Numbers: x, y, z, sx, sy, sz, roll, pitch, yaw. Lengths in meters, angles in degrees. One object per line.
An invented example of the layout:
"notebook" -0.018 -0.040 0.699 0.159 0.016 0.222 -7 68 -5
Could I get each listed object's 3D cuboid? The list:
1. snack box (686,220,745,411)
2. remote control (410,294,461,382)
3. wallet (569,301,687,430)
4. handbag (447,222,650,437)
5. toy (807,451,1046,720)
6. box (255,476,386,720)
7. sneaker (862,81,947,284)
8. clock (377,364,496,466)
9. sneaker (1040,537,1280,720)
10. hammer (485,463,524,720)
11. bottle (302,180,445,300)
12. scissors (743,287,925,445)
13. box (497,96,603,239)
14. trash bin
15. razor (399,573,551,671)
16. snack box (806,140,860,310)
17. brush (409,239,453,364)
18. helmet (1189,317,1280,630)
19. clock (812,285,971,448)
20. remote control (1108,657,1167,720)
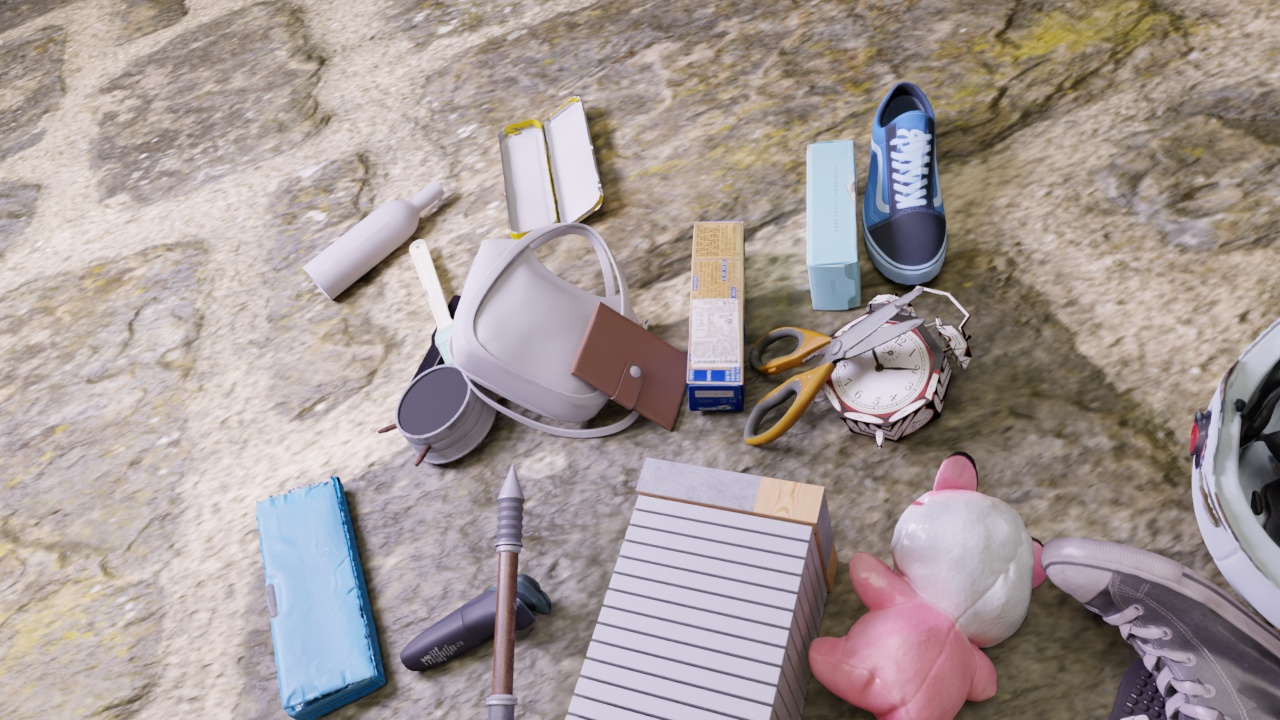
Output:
"snack box" 0.079 -0.047 0.935 0.056 0.057 0.206 1 58 6
"remote control" -0.226 -0.016 1.037 0.032 0.015 0.136 9 60 23
"wallet" -0.005 0.005 0.905 0.013 0.121 0.087 -29 35 54
"handbag" -0.080 -0.048 0.955 0.215 0.096 0.222 29 55 -12
"toy" 0.229 0.187 0.696 0.142 0.084 0.212 44 69 -2
"box" -0.313 0.219 0.881 0.093 0.048 0.231 -25 53 -2
"sneaker" 0.272 -0.195 0.955 0.083 0.098 0.240 -2 56 15
"clock" -0.195 0.044 0.960 0.104 0.056 0.147 29 73 41
"sneaker" 0.366 0.223 0.628 0.235 0.095 0.119 40 70 16
"hammer" -0.114 0.244 0.767 0.156 0.043 0.321 -6 66 13
"bottle" -0.325 -0.157 1.142 0.195 0.052 0.052 -42 55 -14
"scissors" 0.167 -0.013 0.837 0.226 0.016 0.161 -44 32 35
"box" -0.115 -0.241 1.148 0.130 0.039 0.209 -22 51 13
"trash bin" 0.052 0.226 0.704 0.143 0.142 0.246 7 59 21
"razor" -0.150 0.238 0.823 0.143 0.047 0.052 -29 29 -1
"snack box" 0.201 -0.143 0.956 0.053 0.075 0.174 -2 56 15
"brush" -0.236 -0.071 1.061 0.033 0.012 0.217 -27 51 -1
"helmet" 0.502 0.101 0.636 0.237 0.164 0.263 23 64 25
"clock" 0.239 0.001 0.847 0.115 0.065 0.154 38 89 34
"remote control" 0.354 0.275 0.660 0.046 0.009 0.124 27 68 31
